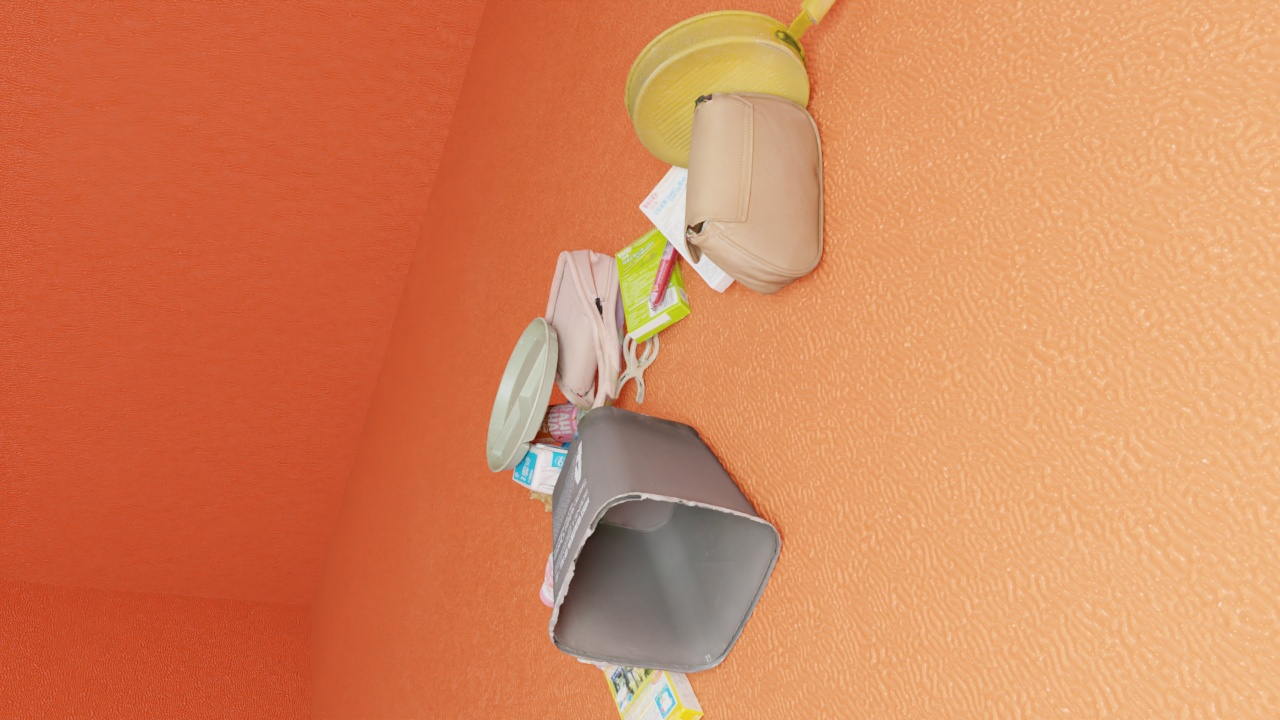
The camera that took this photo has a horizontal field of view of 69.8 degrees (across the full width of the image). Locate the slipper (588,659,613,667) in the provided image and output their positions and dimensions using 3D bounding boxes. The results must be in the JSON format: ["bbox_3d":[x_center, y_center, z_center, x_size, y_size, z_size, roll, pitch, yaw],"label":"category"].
[{"bbox_3d":[-0.062,0.290,1.093,0.245,0.074,0.104,126,143,-85],"label":"slipper"}]

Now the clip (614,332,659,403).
[{"bbox_3d":[0.004,0.008,1.228,0.034,0.076,0.103,-160,73,-64],"label":"clip"}]

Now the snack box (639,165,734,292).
[{"bbox_3d":[0.072,-0.159,1.056,0.085,0.026,0.156,-48,57,16],"label":"snack box"}]

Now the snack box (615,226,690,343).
[{"bbox_3d":[0.014,-0.104,1.212,0.086,0.026,0.156,-31,45,23],"label":"snack box"}]

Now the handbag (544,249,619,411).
[{"bbox_3d":[-0.070,-0.023,1.273,0.233,0.093,0.194,-108,26,-50],"label":"handbag"}]

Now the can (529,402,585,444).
[{"bbox_3d":[-0.123,0.093,1.355,0.148,0.058,0.057,-9,69,41],"label":"can"}]

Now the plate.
[{"bbox_3d":[-0.168,0.051,1.309,0.231,0.027,0.229,-52,28,41],"label":"plate"}]

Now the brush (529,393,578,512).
[{"bbox_3d":[-0.115,0.107,1.413,0.083,0.046,0.254,5,79,66],"label":"brush"}]

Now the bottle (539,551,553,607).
[{"bbox_3d":[-0.089,0.272,1.253,0.197,0.068,0.068,120,150,-41],"label":"bottle"}]

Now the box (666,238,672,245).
[{"bbox_3d":[0.080,-0.212,1.141,0.075,0.076,0.163,154,130,-73],"label":"box"}]

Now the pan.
[{"bbox_3d":[0.140,-0.330,0.947,0.358,0.197,0.078,-29,55,33],"label":"pan"}]

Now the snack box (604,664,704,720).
[{"bbox_3d":[0.012,0.365,1.011,0.087,0.033,0.140,-57,32,13],"label":"snack box"}]

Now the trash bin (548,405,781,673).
[{"bbox_3d":[0.003,0.173,0.964,0.219,0.198,0.199,-114,43,-61],"label":"trash bin"}]

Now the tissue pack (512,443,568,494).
[{"bbox_3d":[-0.115,0.150,1.264,0.140,0.090,0.063,2,79,67],"label":"tissue pack"}]

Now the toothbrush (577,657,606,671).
[{"bbox_3d":[-0.030,0.384,1.128,0.020,0.029,0.190,61,156,-12],"label":"toothbrush"}]

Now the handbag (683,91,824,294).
[{"bbox_3d":[0.110,-0.171,0.930,0.100,0.147,0.204,-33,46,55],"label":"handbag"}]

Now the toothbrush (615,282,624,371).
[{"bbox_3d":[-0.034,-0.073,1.347,0.021,0.029,0.188,-8,62,19],"label":"toothbrush"}]

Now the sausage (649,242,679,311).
[{"bbox_3d":[0.038,-0.135,1.165,0.020,0.020,0.155,-4,65,65],"label":"sausage"}]
